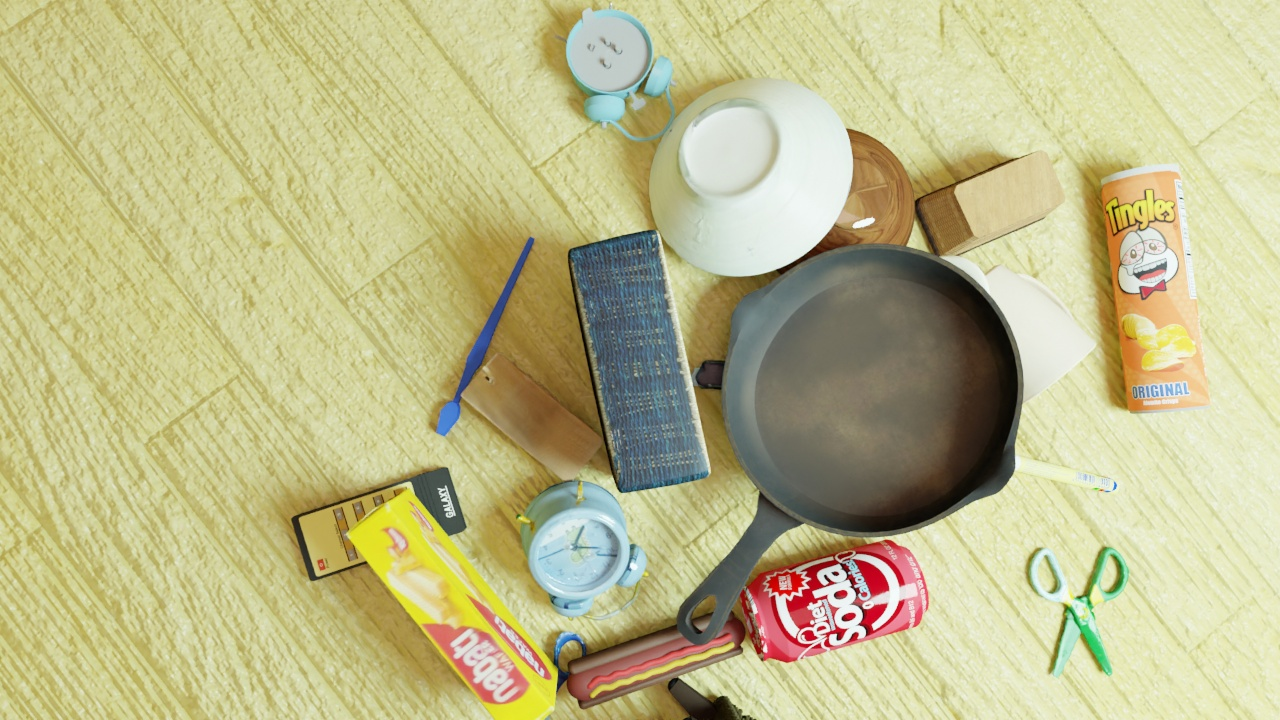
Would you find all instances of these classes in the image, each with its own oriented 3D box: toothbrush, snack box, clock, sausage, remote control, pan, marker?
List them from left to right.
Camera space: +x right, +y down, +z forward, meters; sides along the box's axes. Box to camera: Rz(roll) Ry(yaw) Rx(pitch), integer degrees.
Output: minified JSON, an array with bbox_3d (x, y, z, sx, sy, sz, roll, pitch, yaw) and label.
[{"bbox_3d":[-0.217,0.136,0.766,0.133,0.013,0.058,-19,88,-5],"label":"remote control"},{"bbox_3d":[-0.142,0.193,0.714,0.042,0.092,0.200,-39,91,-4],"label":"snack box"},{"bbox_3d":[-0.131,-0.022,0.783,0.016,0.011,0.186,24,85,-3],"label":"toothbrush"},{"bbox_3d":[-0.046,0.159,0.753,0.089,0.051,0.124,-28,110,-2],"label":"clock"},{"bbox_3d":[-0.016,-0.245,0.791,0.087,0.042,0.123,-32,88,-6],"label":"clock"},{"bbox_3d":[0.014,0.245,0.760,0.155,0.040,0.040,-16,88,-10],"label":"sausage"},{"bbox_3d":[0.143,0.077,0.728,0.249,0.043,0.356,37,96,27],"label":"pan"},{"bbox_3d":[0.359,0.097,0.814,0.132,0.014,0.014,14,85,-4],"label":"marker"}]

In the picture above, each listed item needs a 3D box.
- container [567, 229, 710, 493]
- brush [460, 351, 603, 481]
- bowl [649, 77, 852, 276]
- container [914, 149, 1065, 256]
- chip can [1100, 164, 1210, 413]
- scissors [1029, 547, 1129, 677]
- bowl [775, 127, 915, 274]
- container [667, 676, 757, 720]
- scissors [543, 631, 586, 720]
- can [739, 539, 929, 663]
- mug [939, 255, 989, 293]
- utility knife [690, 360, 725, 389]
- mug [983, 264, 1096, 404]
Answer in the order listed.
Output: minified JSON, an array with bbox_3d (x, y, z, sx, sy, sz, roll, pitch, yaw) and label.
[{"bbox_3d":[-0.004,0.004,0.725,0.071,0.145,0.187,-12,87,-2],"label":"container"},{"bbox_3d":[-0.090,0.048,0.769,0.117,0.039,0.049,40,86,-1],"label":"brush"},{"bbox_3d":[0.080,-0.161,0.749,0.177,0.057,0.176,-5,78,21],"label":"bowl"},{"bbox_3d":[0.308,-0.138,0.800,0.114,0.061,0.063,-23,89,-6],"label":"container"},{"bbox_3d":[0.451,-0.061,0.807,0.062,0.062,0.210,-5,87,-5],"label":"chip can"},{"bbox_3d":[0.381,0.219,0.810,0.119,0.012,0.128,26,84,-1],"label":"scissors"},{"bbox_3d":[0.172,-0.135,0.785,0.147,0.069,0.147,0,86,-5],"label":"bowl"},{"bbox_3d":[0.024,0.422,0.691,0.205,0.176,0.320,41,84,2],"label":"container"},{"bbox_3d":[-0.072,0.290,0.768,0.086,0.015,0.135,-13,87,-7],"label":"scissors"},{"bbox_3d":[0.160,0.200,0.762,0.142,0.074,0.074,-14,88,-5],"label":"can"},{"bbox_3d":[0.233,-0.038,0.765,0.080,0.122,0.097,-14,68,-48],"label":"mug"},{"bbox_3d":[0.124,0.014,0.799,0.171,0.020,0.028,0,85,-4],"label":"utility knife"},{"bbox_3d":[0.328,-0.032,0.792,0.111,0.085,0.104,-34,77,-33],"label":"mug"}]
